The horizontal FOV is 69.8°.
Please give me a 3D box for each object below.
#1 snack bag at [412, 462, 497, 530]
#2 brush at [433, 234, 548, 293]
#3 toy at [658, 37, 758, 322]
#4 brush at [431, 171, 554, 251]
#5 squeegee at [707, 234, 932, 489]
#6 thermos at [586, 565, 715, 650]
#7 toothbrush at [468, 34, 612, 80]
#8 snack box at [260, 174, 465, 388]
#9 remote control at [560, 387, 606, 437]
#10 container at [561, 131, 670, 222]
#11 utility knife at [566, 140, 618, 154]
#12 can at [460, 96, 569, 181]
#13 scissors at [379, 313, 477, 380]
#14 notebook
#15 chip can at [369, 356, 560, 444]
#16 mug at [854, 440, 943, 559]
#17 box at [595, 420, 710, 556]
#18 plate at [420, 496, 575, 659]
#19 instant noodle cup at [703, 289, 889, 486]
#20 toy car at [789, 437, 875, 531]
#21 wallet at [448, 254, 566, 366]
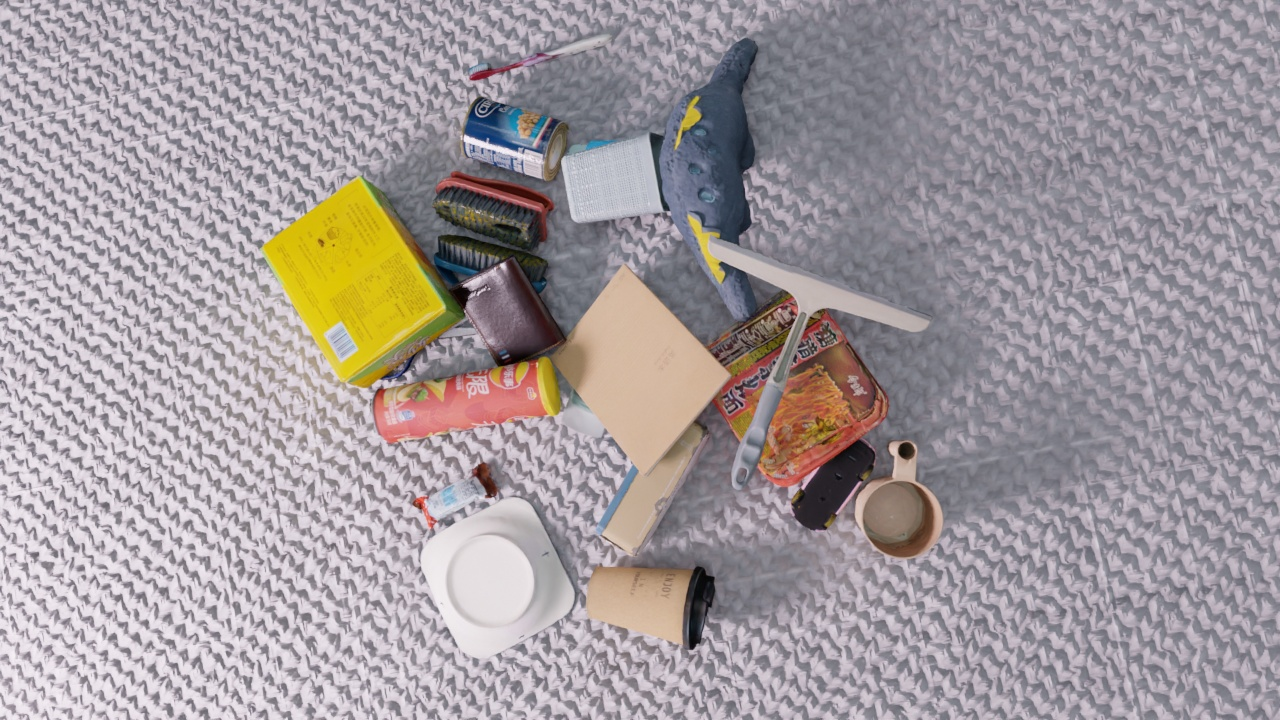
[{"bbox_3d":[-0.226,0.166,1.116,0.105,0.026,0.045,-28,74,4],"label":"snack bag"},{"bbox_3d":[-0.183,-0.106,1.115,0.144,0.055,0.074,15,111,8],"label":"brush"},{"bbox_3d":[0.084,-0.224,1.034,0.137,0.092,0.355,17,69,-34],"label":"toy"},{"bbox_3d":[-0.181,-0.190,1.119,0.146,0.063,0.069,19,58,10],"label":"brush"},{"bbox_3d":[0.148,0.023,0.988,0.246,0.039,0.246,20,97,4],"label":"squeegee"},{"bbox_3d":[0.015,0.275,1.049,0.143,0.093,0.093,6,87,15],"label":"thermos"},{"bbox_3d":[-0.125,-0.380,1.142,0.188,0.016,0.017,-13,75,7],"label":"toothbrush"},{"bbox_3d":[-0.337,-0.094,1.117,0.158,0.070,0.210,-36,78,2],"label":"snack box"},{"bbox_3d":[-0.049,0.024,1.104,0.056,0.019,0.135,21,89,8],"label":"remote control"},{"bbox_3d":[-0.025,-0.209,1.073,0.111,0.090,0.090,-9,97,15],"label":"container"},{"bbox_3d":[-0.010,-0.253,1.117,0.166,0.018,0.034,3,87,9],"label":"utility knife"},{"bbox_3d":[-0.150,-0.266,1.108,0.111,0.075,0.075,18,89,8],"label":"can"},{"bbox_3d":[-0.268,-0.023,1.141,0.169,0.012,0.146,19,88,9],"label":"scissors"},{"bbox_3d":[-0.006,0.006,1.040,0.150,0.012,0.211,-51,54,14],"label":"notebook"},{"bbox_3d":[-0.208,0.048,1.099,0.217,0.073,0.073,-10,85,8],"label":"chip can"},{"bbox_3d":[0.281,0.149,1.009,0.084,0.103,0.124,4,87,8],"label":"mug"},{"bbox_3d":[0.020,0.132,1.054,0.059,0.090,0.184,28,88,10],"label":"box"},{"bbox_3d":[-0.176,0.262,1.100,0.164,0.034,0.164,-29,82,5],"label":"plate"},{"bbox_3d":[0.170,0.030,1.044,0.164,0.079,0.189,-34,82,5],"label":"instant noodle cup"},{"bbox_3d":[0.221,0.139,1.053,0.056,0.037,0.122,36,104,10],"label":"toy car"},{"bbox_3d":[-0.158,-0.055,1.092,0.096,0.020,0.122,-24,110,19],"label":"wallet"}]
